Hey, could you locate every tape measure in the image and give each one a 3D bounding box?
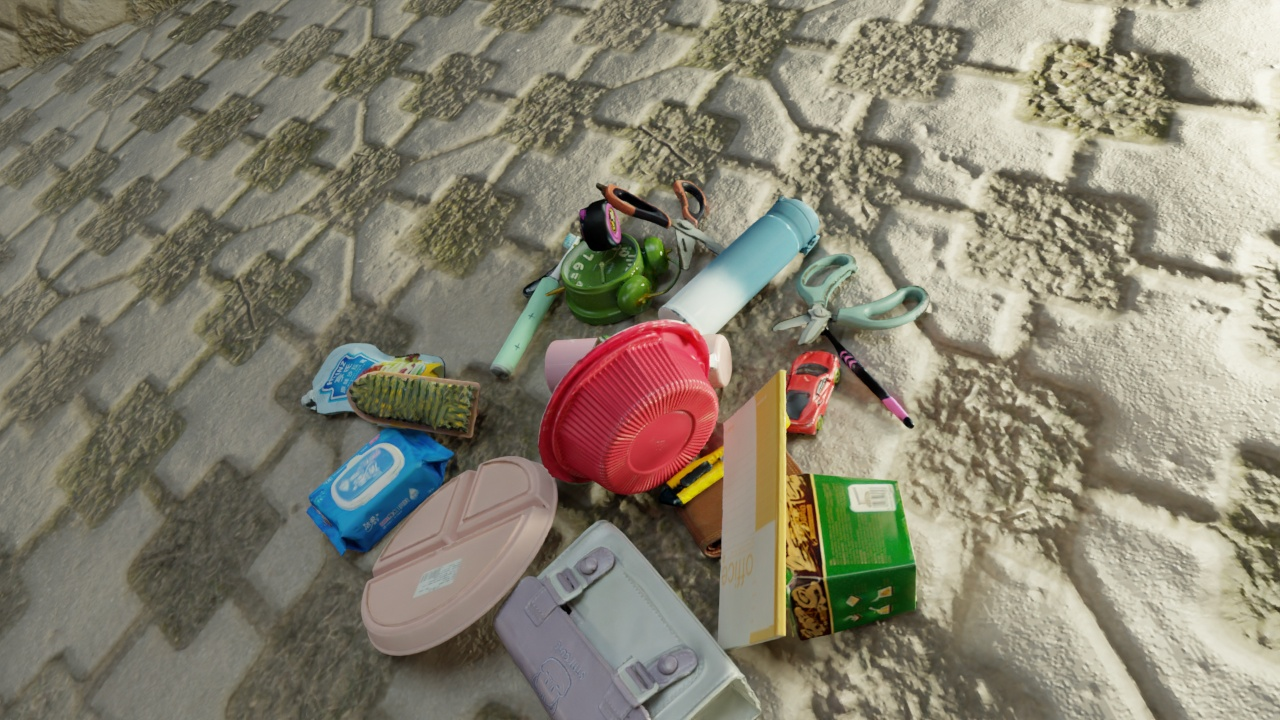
[{"bbox_3d":[-0.049,-0.159,1.093,0.039,0.057,0.057,-12,29,16],"label":"tape measure"}]

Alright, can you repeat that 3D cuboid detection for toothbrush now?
[{"bbox_3d":[0.218,0.007,0.931,0.014,0.017,0.189,-61,39,25],"label":"toothbrush"},{"bbox_3d":[-0.124,-0.072,1.136,0.027,0.027,0.224,27,62,0],"label":"toothbrush"}]

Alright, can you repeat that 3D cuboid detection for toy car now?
[{"bbox_3d":[0.167,0.029,0.924,0.049,0.031,0.106,9,51,28],"label":"toy car"}]

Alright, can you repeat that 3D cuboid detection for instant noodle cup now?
[{"bbox_3d":[0.003,0.058,0.858,0.193,0.194,0.066,-35,53,-11],"label":"instant noodle cup"}]

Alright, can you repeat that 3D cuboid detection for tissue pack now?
[{"bbox_3d":[-0.286,0.134,1.003,0.157,0.052,0.095,-43,47,-18],"label":"tissue pack"}]

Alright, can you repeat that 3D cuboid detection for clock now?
[{"bbox_3d":[-0.026,-0.102,1.113,0.161,0.056,0.115,5,52,26],"label":"clock"}]

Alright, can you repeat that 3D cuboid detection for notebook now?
[{"bbox_3d":[0.091,0.127,0.753,0.010,0.146,0.206,8,68,-10],"label":"notebook"}]

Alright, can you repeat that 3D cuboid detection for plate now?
[{"bbox_3d":[-0.179,0.177,0.879,0.230,0.028,0.229,-29,27,17],"label":"plate"}]

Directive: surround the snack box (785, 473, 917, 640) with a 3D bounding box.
[{"bbox_3d":[0.166,0.153,0.747,0.106,0.118,0.118,-9,48,9],"label":"snack box"}]

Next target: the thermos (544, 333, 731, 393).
[{"bbox_3d":[-0.006,0.006,0.984,0.199,0.087,0.067,-2,91,23],"label":"thermos"}]

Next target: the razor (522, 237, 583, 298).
[{"bbox_3d":[-0.097,-0.126,1.192,0.042,0.022,0.142,41,71,19],"label":"razor"}]

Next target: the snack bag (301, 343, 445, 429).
[{"bbox_3d":[-0.336,0.028,1.139,0.191,0.039,0.110,9,64,31],"label":"snack bag"}]

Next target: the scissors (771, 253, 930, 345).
[{"bbox_3d":[0.228,-0.059,0.972,0.179,0.019,0.172,13,42,25],"label":"scissors"}]

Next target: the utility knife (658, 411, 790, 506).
[{"bbox_3d":[0.080,0.090,0.874,0.154,0.015,0.033,-35,42,-11],"label":"utility knife"}]

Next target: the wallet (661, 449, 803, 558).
[{"bbox_3d":[0.092,0.123,0.868,0.124,0.032,0.101,-28,41,-4],"label":"wallet"}]

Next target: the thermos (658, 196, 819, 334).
[{"bbox_3d":[0.117,-0.102,1.046,0.220,0.070,0.070,-42,47,-18],"label":"thermos"}]

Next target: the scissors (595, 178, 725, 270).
[{"bbox_3d":[0.049,-0.174,1.139,0.222,0.015,0.188,35,38,17],"label":"scissors"}]

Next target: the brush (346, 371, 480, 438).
[{"bbox_3d":[-0.256,0.047,1.032,0.145,0.073,0.063,8,83,-2],"label":"brush"}]

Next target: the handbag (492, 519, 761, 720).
[{"bbox_3d":[-0.020,0.246,0.757,0.145,0.098,0.197,-41,45,-9],"label":"handbag"}]

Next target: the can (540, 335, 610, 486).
[{"bbox_3d":[-0.046,0.051,0.926,0.058,0.057,0.147,32,100,41],"label":"can"}]
